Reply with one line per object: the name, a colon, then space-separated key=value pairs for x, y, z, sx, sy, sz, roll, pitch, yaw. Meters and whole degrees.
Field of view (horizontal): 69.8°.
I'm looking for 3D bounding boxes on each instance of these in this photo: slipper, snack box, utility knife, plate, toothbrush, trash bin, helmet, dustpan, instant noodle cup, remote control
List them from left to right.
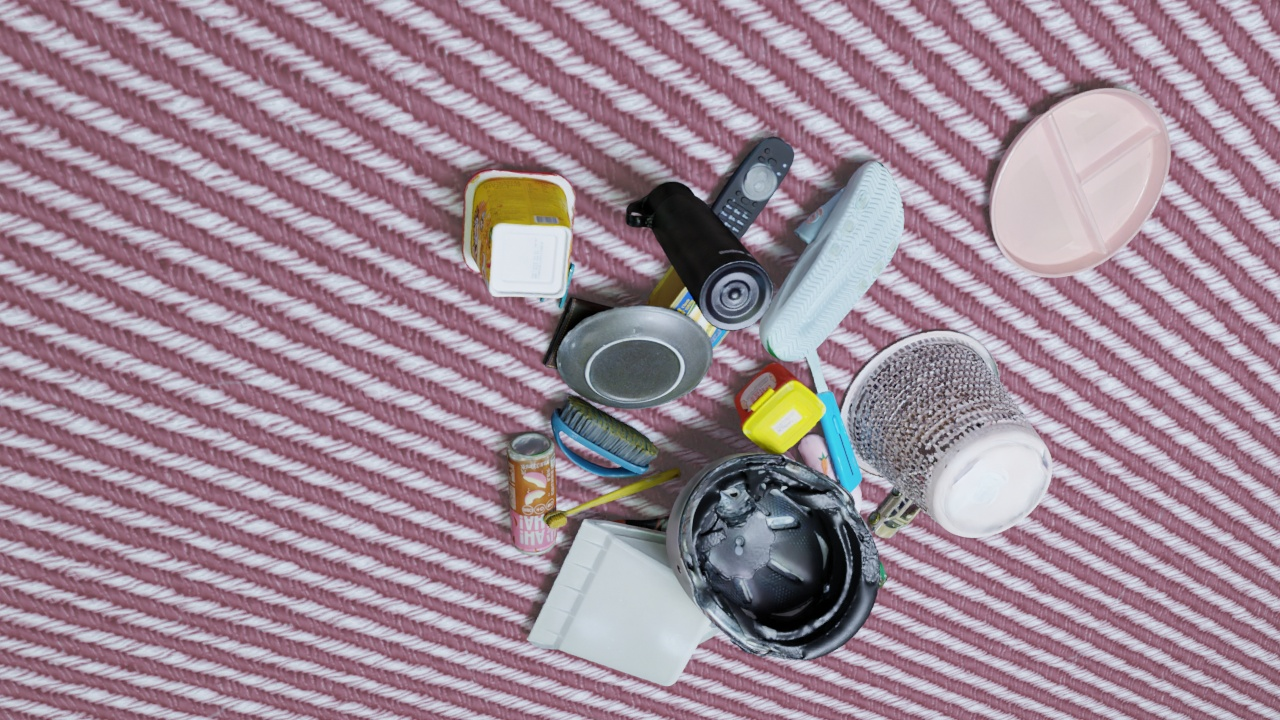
instant noodle cup: x=-0.118 y=-0.121 z=0.923 sx=0.116 sy=0.123 sz=0.116 roll=1 pitch=118 yaw=-15
toothbrush: x=-0.031 y=0.169 z=1.134 sx=0.189 sy=0.016 sz=0.016 roll=-17 pitch=124 yaw=-26
plate: x=-0.006 y=0.006 z=1.043 sx=0.179 sy=0.024 sz=0.180 roll=-2 pitch=139 yaw=-2
dustpan: x=0.017 y=0.320 z=1.253 sx=0.258 sy=0.142 sz=0.223 roll=26 pitch=113 yaw=1
remote control: x=0.115 y=-0.183 z=1.004 sx=0.053 sy=0.024 sz=0.137 roll=28 pitch=107 yaw=-24
helmet: x=0.144 y=0.230 z=1.130 sx=0.274 sy=0.157 sz=0.229 roll=35 pitch=79 yaw=-19
snack box: x=0.163 y=0.054 z=1.114 sx=0.091 sy=0.080 sz=0.082 roll=-45 pitch=120 yaw=12
slipper: x=0.210 y=-0.110 z=1.037 sx=0.104 sy=0.074 sz=0.245 roll=36 pitch=88 yaw=-36
utility knife: x=0.239 y=0.070 z=1.159 sx=0.034 sy=0.018 sz=0.216 roll=-29 pitch=109 yaw=-21
trash bin: x=0.387 y=0.104 z=1.134 sx=0.227 sy=0.192 sz=0.228 roll=-6 pitch=119 yaw=-11
plate: x=0.516 y=-0.208 z=1.087 sx=0.229 sy=0.028 sz=0.230 roll=-6 pitch=120 yaw=-11

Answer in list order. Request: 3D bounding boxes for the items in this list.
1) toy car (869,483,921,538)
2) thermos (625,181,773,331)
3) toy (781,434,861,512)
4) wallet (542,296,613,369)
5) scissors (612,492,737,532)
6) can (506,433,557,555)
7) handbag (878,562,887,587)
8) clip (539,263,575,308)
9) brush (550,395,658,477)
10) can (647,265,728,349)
toy car: x=0.357 y=0.212 z=1.276 sx=0.042 sy=0.035 sz=0.091 roll=28 pitch=111 yaw=-24
thermos: x=0.047 y=-0.110 z=0.901 sx=0.090 sy=0.242 sz=0.068 roll=-5 pitch=118 yaw=-12
toy: x=0.227 y=0.176 z=1.217 sx=0.121 sy=0.054 sz=0.159 roll=-28 pitch=113 yaw=1
wallet: x=-0.040 y=-0.018 z=1.061 sx=0.122 sy=0.020 sz=0.096 roll=14 pitch=119 yaw=-22
scissors: x=0.021 y=0.217 z=1.207 sx=0.204 sy=0.015 sz=0.203 roll=12 pitch=115 yaw=-20
can: x=-0.131 y=0.163 z=1.115 sx=0.058 sy=0.058 sz=0.147 roll=-5 pitch=119 yaw=-11
handbag: x=0.260 y=0.287 z=1.245 sx=0.131 sy=0.120 sz=0.068 roll=-24 pitch=115 yaw=2
clip: x=-0.089 y=-0.084 z=1.016 sx=0.038 sy=0.013 sz=0.055 roll=20 pitch=113 yaw=-24
brush: x=-0.049 y=0.100 z=1.102 sx=0.143 sy=0.055 sz=0.074 roll=31 pitch=107 yaw=-27
can: x=0.070 y=-0.072 z=1.037 sx=0.083 sy=0.057 sz=0.102 roll=28 pitch=109 yaw=-28
